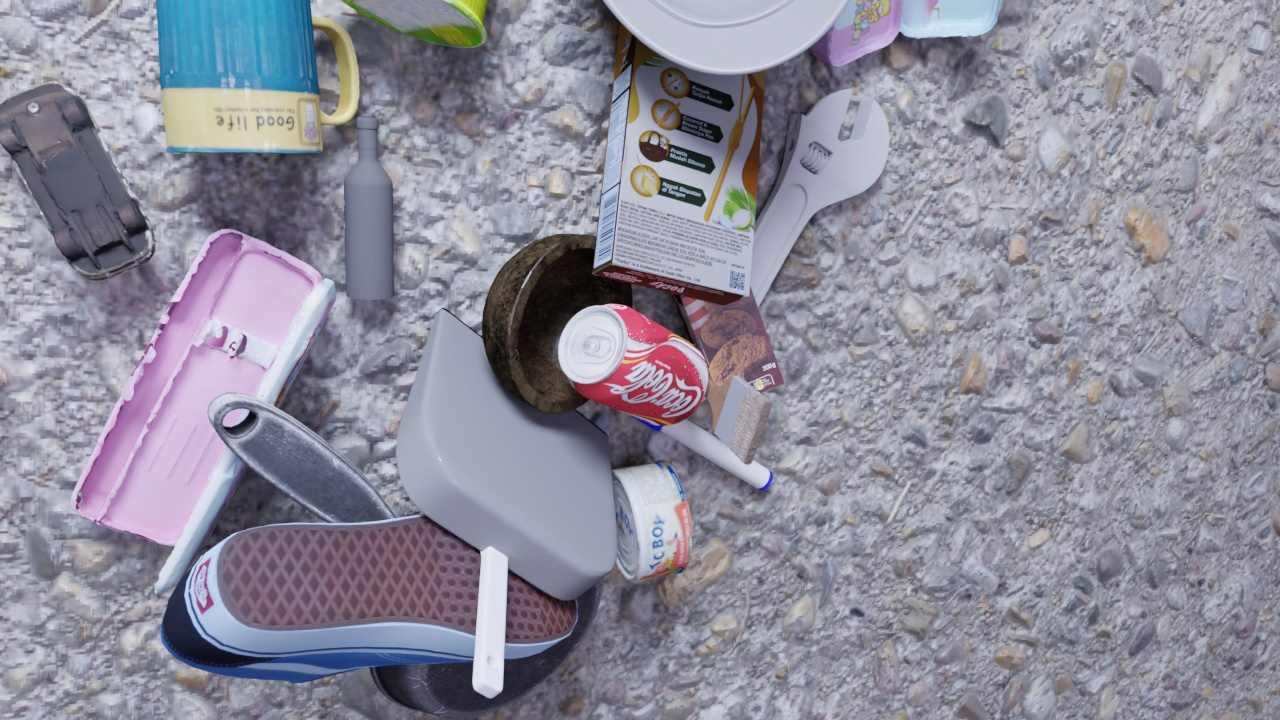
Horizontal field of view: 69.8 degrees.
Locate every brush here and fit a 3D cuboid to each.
[{"bbox_3d":[0.049,0.020,0.643,0.008,0.143,0.045,9,109,-26],"label":"brush"}]

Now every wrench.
[{"bbox_3d":[0.106,-0.083,0.712,0.086,0.018,0.273,27,94,-26],"label":"wrench"}]

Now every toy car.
[{"bbox_3d":[-0.317,-0.101,0.518,0.048,0.040,0.113,-27,95,-15],"label":"toy car"}]

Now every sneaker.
[{"bbox_3d":[-0.150,0.141,0.530,0.098,0.083,0.241,-35,146,32],"label":"sneaker"}]

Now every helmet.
[{"bbox_3d":[0.047,-0.298,0.579,0.183,0.117,0.271,-15,87,10],"label":"helmet"}]

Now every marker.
[{"bbox_3d":[0.049,0.066,0.724,0.141,0.020,0.020,32,90,-26],"label":"marker"}]

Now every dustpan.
[{"bbox_3d":[-0.079,0.088,0.560,0.033,0.257,0.163,-40,118,18],"label":"dustpan"}]

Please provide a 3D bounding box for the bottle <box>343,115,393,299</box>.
[{"bbox_3d":[-0.172,-0.097,0.582,0.030,0.030,0.113,-3,105,-22],"label":"bottle"}]

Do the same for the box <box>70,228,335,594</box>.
[{"bbox_3d":[-0.255,0.028,0.540,0.087,0.103,0.202,28,91,-29],"label":"box"}]

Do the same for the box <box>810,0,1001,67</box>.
[{"bbox_3d":[0.187,-0.312,0.619,0.150,0.048,0.214,-12,136,-5],"label":"box"}]

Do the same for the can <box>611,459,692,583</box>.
[{"bbox_3d":[0.004,0.119,0.682,0.043,0.086,0.086,-8,106,-19],"label":"can"}]

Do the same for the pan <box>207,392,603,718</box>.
[{"bbox_3d":[-0.137,0.130,0.594,0.187,0.055,0.357,-46,138,-9],"label":"pan"}]

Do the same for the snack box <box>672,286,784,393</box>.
[{"bbox_3d":[0.056,-0.039,0.678,0.051,0.032,0.141,-23,104,-5],"label":"snack box"}]

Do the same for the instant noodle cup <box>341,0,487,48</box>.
[{"bbox_3d":[-0.121,-0.253,0.532,0.099,0.099,0.108,18,88,-26],"label":"instant noodle cup"}]

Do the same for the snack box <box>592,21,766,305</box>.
[{"bbox_3d":[0.029,-0.139,0.617,0.101,0.032,0.185,11,77,-25],"label":"snack box"}]

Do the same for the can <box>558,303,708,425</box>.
[{"bbox_3d":[-0.004,0.004,0.613,0.104,0.064,0.064,27,92,-55],"label":"can"}]

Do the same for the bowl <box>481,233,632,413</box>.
[{"bbox_3d":[-0.065,-0.030,0.623,0.121,0.056,0.121,-26,125,-46],"label":"bowl"}]

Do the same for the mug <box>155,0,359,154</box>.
[{"bbox_3d":[-0.215,-0.172,0.525,0.113,0.083,0.107,-14,108,-49],"label":"mug"}]
